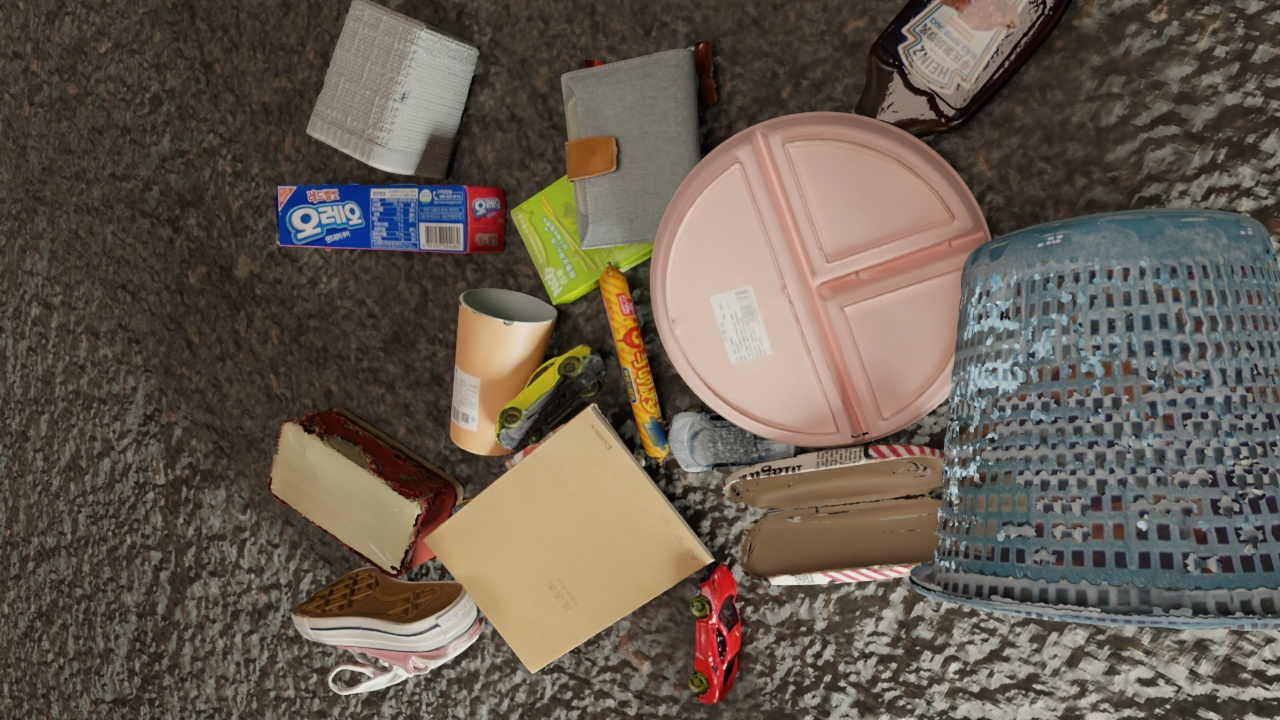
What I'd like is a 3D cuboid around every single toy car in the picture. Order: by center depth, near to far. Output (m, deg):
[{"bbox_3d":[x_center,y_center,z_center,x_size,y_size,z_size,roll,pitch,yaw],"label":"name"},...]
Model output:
[{"bbox_3d":[0.067,0.058,0.684,0.106,0.031,0.049,-6,94,28],"label":"toy car"},{"bbox_3d":[0.059,0.207,0.700,0.031,0.049,0.106,3,99,25],"label":"toy car"},{"bbox_3d":[-0.074,0.027,0.723,0.105,0.048,0.032,-42,62,-5],"label":"toy car"}]

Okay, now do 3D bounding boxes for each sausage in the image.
[{"bbox_3d":[-0.004,0.004,0.705,0.021,0.021,0.165,-9,104,27],"label":"sausage"}]

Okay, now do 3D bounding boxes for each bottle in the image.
[{"bbox_3d":[0.177,-0.176,0.588,0.080,0.044,0.195,47,115,9],"label":"bottle"}]

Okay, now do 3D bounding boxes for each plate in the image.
[{"bbox_3d":[0.115,-0.046,0.608,0.230,0.028,0.230,5,108,15],"label":"plate"}]

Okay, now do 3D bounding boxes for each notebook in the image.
[{"bbox_3d":[-0.063,0.149,0.734,0.212,0.012,0.149,-39,90,27],"label":"notebook"}]

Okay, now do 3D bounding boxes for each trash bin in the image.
[{"bbox_3d":[0.261,0.029,0.499,0.227,0.226,0.195,-3,83,27],"label":"trash bin"}]

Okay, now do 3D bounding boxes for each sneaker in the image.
[{"bbox_3d":[-0.221,0.242,0.809,0.242,0.118,0.088,-8,107,41],"label":"sneaker"}]

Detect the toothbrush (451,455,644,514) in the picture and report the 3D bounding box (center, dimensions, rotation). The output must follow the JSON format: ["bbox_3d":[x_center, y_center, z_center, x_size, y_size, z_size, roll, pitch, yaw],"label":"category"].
[{"bbox_3d":[-0.079,0.103,0.740,0.192,0.018,0.016,-18,91,28],"label":"toothbrush"}]

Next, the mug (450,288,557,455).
[{"bbox_3d":[-0.117,0.011,0.746,0.078,0.078,0.123,21,111,22],"label":"mug"}]

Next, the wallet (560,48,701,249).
[{"bbox_3d":[-0.008,-0.148,0.656,0.107,0.036,0.130,-2,95,26],"label":"wallet"}]

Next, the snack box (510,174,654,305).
[{"bbox_3d":[-0.020,-0.113,0.704,0.157,0.026,0.085,-27,85,27],"label":"snack box"}]

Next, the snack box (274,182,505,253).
[{"bbox_3d":[-0.217,-0.121,0.782,0.208,0.058,0.057,5,100,25],"label":"snack box"}]

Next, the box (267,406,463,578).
[{"bbox_3d":[-0.254,0.116,0.825,0.168,0.078,0.091,27,109,20],"label":"box"}]

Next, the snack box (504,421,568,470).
[{"bbox_3d":[-0.045,0.131,0.753,0.075,0.025,0.153,-32,83,27],"label":"snack box"}]

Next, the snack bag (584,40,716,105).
[{"bbox_3d":[0.006,-0.205,0.677,0.105,0.026,0.045,-1,94,24],"label":"snack bag"}]

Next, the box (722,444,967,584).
[{"bbox_3d":[0.135,0.100,0.632,0.163,0.075,0.087,-12,121,29],"label":"box"}]

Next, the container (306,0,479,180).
[{"bbox_3d":[-0.196,-0.219,0.742,0.090,0.090,0.114,28,106,20],"label":"container"}]
